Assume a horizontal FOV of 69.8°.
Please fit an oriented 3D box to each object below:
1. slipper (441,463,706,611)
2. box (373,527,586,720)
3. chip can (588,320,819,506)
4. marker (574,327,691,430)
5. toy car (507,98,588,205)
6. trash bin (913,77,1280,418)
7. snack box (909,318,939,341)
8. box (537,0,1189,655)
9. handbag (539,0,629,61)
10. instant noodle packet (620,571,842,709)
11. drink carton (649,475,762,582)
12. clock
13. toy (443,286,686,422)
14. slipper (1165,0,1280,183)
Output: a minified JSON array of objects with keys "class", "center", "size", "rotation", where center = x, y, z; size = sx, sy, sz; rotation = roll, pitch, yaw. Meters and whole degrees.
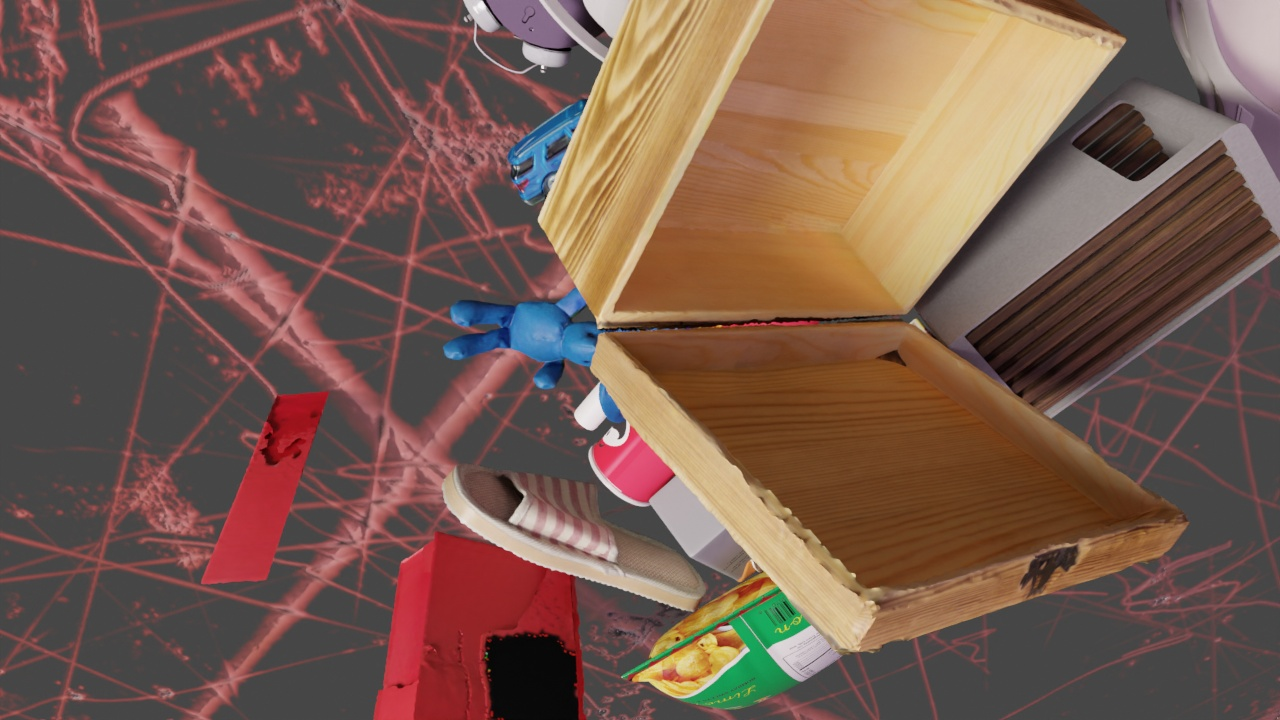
[{"class":"slipper","center":[-0.043,0.144,0.775],"size":[0.262,0.115,0.052],"rotation":[29,100,-29]},{"class":"box","center":[-0.144,0.277,0.780],"size":[0.164,0.213,0.153],"rotation":[17,117,-17]},{"class":"chip can","center":[0.051,0.017,0.730],"size":[0.069,0.069,0.221],"rotation":[31,112,-23]},{"class":"marker","center":[-0.004,0.004,0.739],"size":[0.133,0.027,0.023],"rotation":[-49,150,20]},{"class":"toy car","center":[-0.037,-0.151,0.625],"size":[0.120,0.056,0.043],"rotation":[-28,120,11]},{"class":"trash bin","center":[0.327,-0.077,0.681],"size":[0.229,0.114,0.114],"rotation":[-41,118,17]},{"class":"snack box","center":[0.225,0.032,0.740],"size":[0.061,0.105,0.084],"rotation":[38,109,-24]},{"class":"box","center":[0.146,-0.033,0.503],"size":[0.278,0.334,0.287],"rotation":[-4,140,-37]},{"class":"handbag","center":[0.067,-0.257,0.487],"size":[0.215,0.095,0.223],"rotation":[-5,151,-36]},{"class":"instant noodle packet","center":[0.111,0.242,0.806],"size":[0.196,0.090,0.252],"rotation":[-32,149,7]},{"class":"drink carton","center":[0.064,0.139,0.774],"size":[0.048,0.076,0.125],"rotation":[-42,148,4]},{"class":"clock","center":[-0.060,-0.240,0.579],"size":[0.094,0.035,0.123],"rotation":[29,114,-22]},{"class":"toy","center":[-0.057,-0.009,0.695],"size":[0.176,0.071,0.113],"rotation":[8,107,1]},{"class":"slipper","center":[0.462,-0.193,0.648],"size":[0.113,0.080,0.266],"rotation":[-34,119,10]}]
